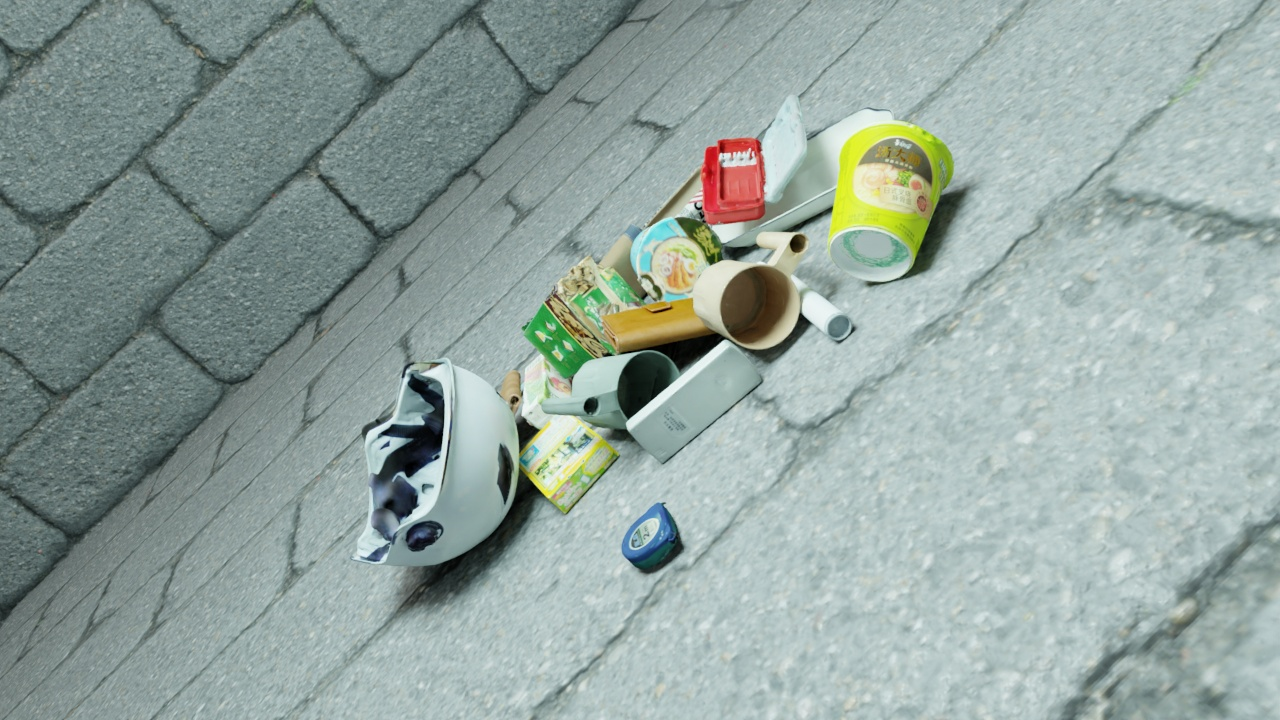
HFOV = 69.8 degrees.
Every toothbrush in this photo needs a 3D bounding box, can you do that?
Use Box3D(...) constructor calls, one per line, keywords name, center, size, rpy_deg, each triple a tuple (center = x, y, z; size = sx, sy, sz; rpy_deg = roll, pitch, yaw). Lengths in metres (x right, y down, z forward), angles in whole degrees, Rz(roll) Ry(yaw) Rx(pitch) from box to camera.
Box3D(name="toothbrush", center=(0.160, -0.070, 0.947), size=(0.221, 0.026, 0.027), rpy_deg=(-121, 42, -65))

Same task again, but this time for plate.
Box3D(name="plate", center=(0.195, -0.212, 1.110), size=(0.266, 0.034, 0.161), rpy_deg=(-25, 31, 35))

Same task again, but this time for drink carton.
Box3D(name="drink carton", center=(-0.118, 0.044, 1.159), size=(0.046, 0.053, 0.122), rpy_deg=(-41, 24, 17))

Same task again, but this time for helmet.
Box3D(name="helmet", center=(-0.216, 0.125, 1.046), size=(0.259, 0.145, 0.228), rpy_deg=(-45, 40, 33))

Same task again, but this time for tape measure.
Box3D(name="tape measure", center=(0.010, 0.159, 0.815), size=(0.054, 0.025, 0.058), rpy_deg=(-42, 20, 8))

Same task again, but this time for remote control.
Box3D(name="remote control", center=(0.053, 0.040, 0.901), size=(0.135, 0.056, 0.019), rpy_deg=(-41, 24, 8))

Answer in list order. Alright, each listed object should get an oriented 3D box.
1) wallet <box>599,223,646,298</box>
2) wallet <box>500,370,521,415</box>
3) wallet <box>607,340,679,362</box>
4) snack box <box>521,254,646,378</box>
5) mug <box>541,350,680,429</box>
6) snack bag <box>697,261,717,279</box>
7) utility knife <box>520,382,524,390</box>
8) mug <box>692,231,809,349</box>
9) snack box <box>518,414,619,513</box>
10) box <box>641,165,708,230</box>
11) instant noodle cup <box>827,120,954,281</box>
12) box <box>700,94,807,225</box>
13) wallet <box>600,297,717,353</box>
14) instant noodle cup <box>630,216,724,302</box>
Box3D(name="wallet", center=(-0.021, -0.110, 1.217), size=(0.033, 0.090, 0.115), rpy_deg=(22, 68, 43))
Box3D(name="wallet", center=(-0.179, 0.079, 1.176), size=(0.101, 0.020, 0.115), rpy_deg=(-113, 43, -70))
Box3D(name="wallet", center=(-0.006, 0.006, 1.090), size=(0.123, 0.020, 0.096), rpy_deg=(-26, 33, 33))
Box3D(name="snack box", center=(-0.071, -0.045, 1.136), size=(0.106, 0.117, 0.118), rpy_deg=(-40, 5, 39))
Box3D(name="mug", center=(-0.033, 0.037, 0.975), size=(0.123, 0.083, 0.104), rpy_deg=(-12, 4, -32))
Box3D(name="snack bag", center=(0.101, -0.084, 1.054), size=(0.045, 0.026, 0.105), rpy_deg=(-39, 32, -13))
Box3D(name="utility knife", center=(-0.118, -0.010, 1.291), size=(0.185, 0.013, 0.029), rpy_deg=(-43, 21, -2))
Box3D(name="mug", center=(0.114, -0.077, 0.936), size=(0.124, 0.084, 0.103), rpy_deg=(-59, 16, 2))
Box3D(name="snack box", center=(-0.086, 0.109, 1.032), size=(0.087, 0.034, 0.140), rpy_deg=(-47, 23, -8))
Box3D(name="box", center=(0.065, -0.212, 1.258), size=(0.086, 0.075, 0.162), rpy_deg=(31, 77, 33))
Box3D(name="instant noodle cup", center=(0.232, -0.145, 0.875), size=(0.112, 0.111, 0.123), rpy_deg=(-14, 46, 47))
Box3D(name="box", center=(0.144, -0.244, 1.128), size=(0.158, 0.069, 0.200), rpy_deg=(-29, 27, 23))
Box3D(name="wallet", center=(0.025, -0.044, 1.041), size=(0.130, 0.035, 0.119), rpy_deg=(-13, 22, -9))
Box3D(name="instant noodle cup", center=(0.035, -0.127, 1.144), size=(0.111, 0.111, 0.120), rpy_deg=(-44, 17, -1))
